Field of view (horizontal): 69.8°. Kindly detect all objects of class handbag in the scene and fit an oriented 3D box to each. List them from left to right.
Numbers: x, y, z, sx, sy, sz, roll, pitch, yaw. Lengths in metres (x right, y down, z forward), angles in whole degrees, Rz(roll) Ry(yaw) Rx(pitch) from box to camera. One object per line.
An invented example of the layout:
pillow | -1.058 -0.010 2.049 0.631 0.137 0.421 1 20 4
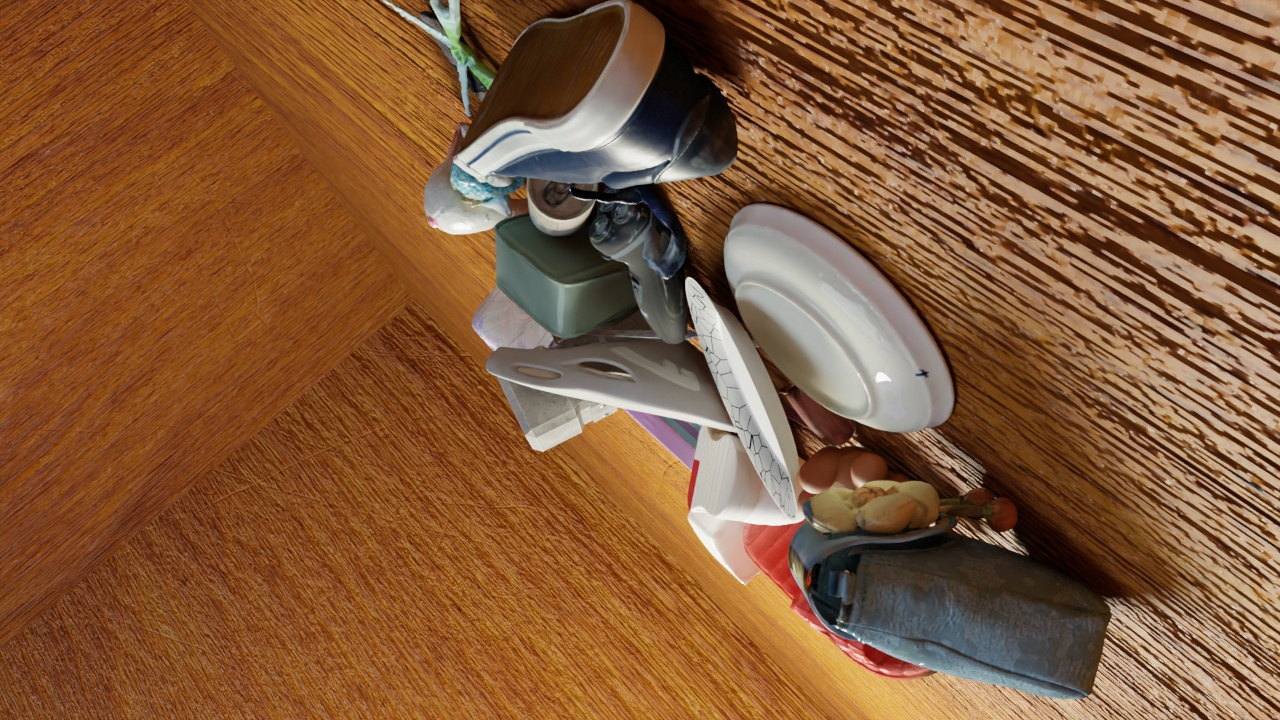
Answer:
handbag | -0.121 -0.047 1.089 0.158 0.126 0.069 37 162 48
handbag | -0.064 -0.081 0.826 0.122 0.106 0.067 39 139 34
handbag | 0.127 0.037 0.730 0.055 0.029 0.120 51 173 -7
handbag | 0.192 0.135 0.583 0.192 0.118 0.122 15 179 5

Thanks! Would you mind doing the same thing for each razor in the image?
razor | 0.003 -0.068 0.703 0.053 0.063 0.141 45 160 50

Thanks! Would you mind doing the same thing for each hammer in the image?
hammer | -0.107 -0.083 0.957 0.317 0.162 0.083 62 173 15

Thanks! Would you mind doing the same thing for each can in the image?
can | -0.064 -0.131 0.739 0.054 0.054 0.135 49 176 -6

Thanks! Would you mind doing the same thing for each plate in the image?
plate | 0.078 0.025 0.661 0.188 0.016 0.188 155 92 -87
plate | 0.111 -0.016 0.574 0.182 0.034 0.182 45 168 12

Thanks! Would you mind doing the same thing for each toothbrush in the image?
toothbrush | 0.021 -0.019 0.772 0.182 0.010 0.010 3 140 38

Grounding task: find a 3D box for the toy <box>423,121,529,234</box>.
toy | -0.150 -0.155 0.849 0.131 0.105 0.205 47 177 -12

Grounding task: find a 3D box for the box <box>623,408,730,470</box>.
box | 0.038 0.065 1.085 0.214 0.065 0.078 41 -179 29

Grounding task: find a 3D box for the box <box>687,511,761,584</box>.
box | 0.112 0.171 1.026 0.102 0.107 0.091 55 170 -33

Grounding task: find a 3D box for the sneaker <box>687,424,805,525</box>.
sneaker | 0.112 0.115 0.892 0.104 0.090 0.237 12 175 -6

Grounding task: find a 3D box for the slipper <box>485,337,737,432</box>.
slipper | -0.005 0.005 0.828 0.266 0.080 0.113 12 174 10

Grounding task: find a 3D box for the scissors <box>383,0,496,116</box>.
scissors | -0.145 -0.251 0.745 0.171 0.021 0.172 36 164 8

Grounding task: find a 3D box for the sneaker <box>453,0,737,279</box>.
sneaker | -0.032 -0.137 0.581 0.127 0.120 0.295 28 177 -29

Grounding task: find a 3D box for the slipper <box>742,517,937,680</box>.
slipper | 0.186 0.207 0.874 0.249 0.103 0.059 32 165 43

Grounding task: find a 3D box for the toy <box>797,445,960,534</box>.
toy | 0.182 0.114 0.686 0.128 0.065 0.095 35 162 31

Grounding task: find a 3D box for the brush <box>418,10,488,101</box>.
brush | -0.139 -0.238 0.800 0.151 0.012 0.039 54 167 -30
